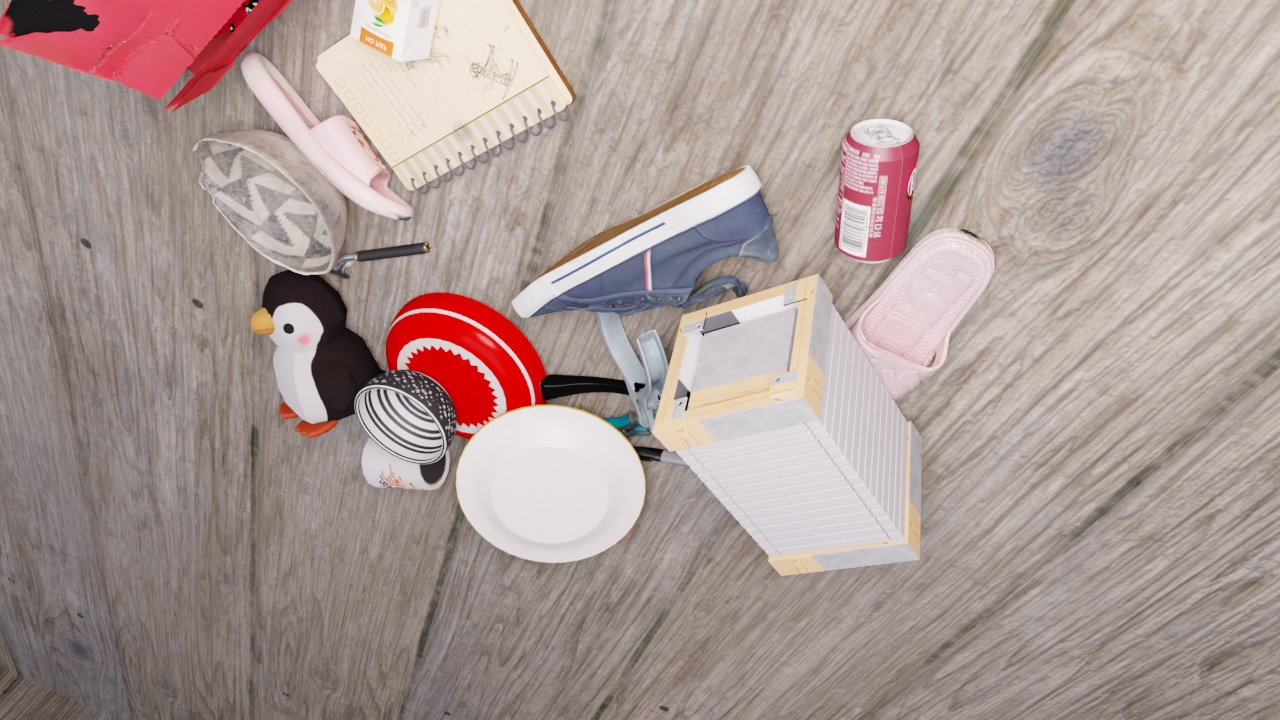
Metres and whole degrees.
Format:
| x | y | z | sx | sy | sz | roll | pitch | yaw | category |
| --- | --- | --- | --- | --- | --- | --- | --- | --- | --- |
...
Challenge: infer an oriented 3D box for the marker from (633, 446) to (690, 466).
| x | y | z | sx | sy | sz | roll | pitch | yaw | category |
| --- | --- | --- | --- | --- | --- | --- | --- | --- | --- |
| 0.049 | 0.122 | 1.112 | 0.139 | 0.022 | 0.016 | 9 | 125 | 16 | marker |

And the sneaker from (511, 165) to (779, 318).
| x | y | z | sx | sy | sz | roll | pitch | yaw | category |
| --- | --- | --- | --- | --- | --- | --- | --- | --- | --- |
| 0.007 | -0.079 | 0.905 | 0.295 | 0.120 | 0.127 | -19 | 106 | 30 | sneaker |

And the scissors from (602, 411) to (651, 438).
| x | y | z | sx | sy | sz | roll | pitch | yaw | category |
| --- | --- | --- | --- | --- | --- | --- | --- | --- | --- |
| -0.028 | 0.082 | 1.101 | 0.148 | 0.019 | 0.123 | 6 | 150 | -3 | scissors |

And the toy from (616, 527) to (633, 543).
| x | y | z | sx | sy | sz | roll | pitch | yaw | category |
| --- | --- | --- | --- | --- | --- | --- | --- | --- | --- |
| -0.110 | 0.183 | 1.181 | 0.164 | 0.092 | 0.172 | -22 | 116 | 34 | toy |

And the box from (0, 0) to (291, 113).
| x | y | z | sx | sy | sz | roll | pitch | yaw | category |
| --- | --- | --- | --- | --- | --- | --- | --- | --- | --- |
| -0.349 | -0.290 | 0.727 | 0.212 | 0.317 | 0.121 | -24 | 108 | 36 | box |

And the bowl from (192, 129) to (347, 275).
| x | y | z | sx | sy | sz | roll | pitch | yaw | category |
| --- | --- | --- | --- | --- | --- | --- | --- | --- | --- |
| -0.377 | -0.182 | 0.982 | 0.178 | 0.081 | 0.179 | 24 | 146 | 17 | bowl |

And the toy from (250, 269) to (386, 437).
| x | y | z | sx | sy | sz | roll | pitch | yaw | category |
| --- | --- | --- | --- | --- | --- | --- | --- | --- | --- |
| -0.388 | -0.026 | 1.115 | 0.159 | 0.139 | 0.184 | 25 | 133 | 48 | toy |

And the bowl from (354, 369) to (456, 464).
| x | y | z | sx | sy | sz | roll | pitch | yaw | category |
| --- | --- | --- | --- | --- | --- | --- | --- | --- | --- |
| -0.266 | 0.056 | 1.079 | 0.120 | 0.066 | 0.120 | 14 | 133 | 16 | bowl |

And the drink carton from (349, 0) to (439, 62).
| x | y | z | sx | sy | sz | roll | pitch | yaw | category |
| --- | --- | --- | --- | --- | --- | --- | --- | --- | --- |
| -0.210 | -0.326 | 0.800 | 0.058 | 0.040 | 0.123 | 30 | 122 | 14 | drink carton |

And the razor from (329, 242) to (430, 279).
| x | y | z | sx | sy | sz | roll | pitch | yaw | category |
| --- | --- | --- | --- | --- | --- | --- | --- | --- | --- |
| -0.302 | -0.120 | 1.053 | 0.144 | 0.022 | 0.042 | -9 | 166 | 23 | razor |

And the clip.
| x | y | z | sx | sy | sz | roll | pitch | yaw | category |
| --- | --- | --- | --- | --- | --- | --- | --- | --- | --- |
| -0.015 | -0.004 | 1.006 | 0.159 | 0.030 | 0.174 | 53 | 160 | 37 | clip |

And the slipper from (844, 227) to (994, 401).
| x | y | z | sx | sy | sz | roll | pitch | yaw | category |
| --- | --- | --- | --- | --- | --- | --- | --- | --- | --- |
| 0.248 | -0.021 | 0.882 | 0.094 | 0.064 | 0.240 | 29 | 132 | -3 | slipper |

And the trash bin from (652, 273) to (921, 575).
| x | y | z | sx | sy | sz | roll | pitch | yaw | category |
| --- | --- | --- | --- | --- | --- | --- | --- | --- | --- |
| 0.148 | 0.070 | 0.862 | 0.143 | 0.142 | 0.247 | -16 | 131 | 32 | trash bin |

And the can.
| x | y | z | sx | sy | sz | roll | pitch | yaw | category |
| --- | --- | --- | --- | --- | --- | --- | --- | --- | --- |
| 0.203 | -0.145 | 0.795 | 0.063 | 0.063 | 0.114 | 8 | 131 | 16 | can |

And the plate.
| x | y | z | sx | sy | sz | roll | pitch | yaw | category |
| --- | --- | --- | --- | --- | --- | --- | --- | --- | --- |
| -0.109 | 0.158 | 1.104 | 0.230 | 0.021 | 0.230 | 0 | 117 | 0 | plate |

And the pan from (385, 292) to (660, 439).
| x | y | z | sx | sy | sz | roll | pitch | yaw | category |
| --- | --- | --- | --- | --- | --- | --- | --- | --- | --- |
| -0.145 | 0.026 | 1.088 | 0.357 | 0.067 | 0.209 | 11 | 132 | 18 | pan |

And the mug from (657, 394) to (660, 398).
| x | y | z | sx | sy | sz | roll | pitch | yaw | category |
| --- | --- | --- | --- | --- | --- | --- | --- | --- | --- |
| 0.067 | 0.038 | 0.998 | 0.122 | 0.085 | 0.094 | 8 | 132 | 40 | mug |

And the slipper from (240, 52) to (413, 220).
| x | y | z | sx | sy | sz | roll | pitch | yaw | category |
| --- | --- | --- | --- | --- | --- | --- | --- | --- | --- |
| -0.310 | -0.223 | 0.922 | 0.056 | 0.106 | 0.221 | -43 | 95 | 3 | slipper |

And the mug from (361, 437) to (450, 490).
| x | y | z | sx | sy | sz | roll | pitch | yaw | category |
| --- | --- | --- | --- | --- | --- | --- | --- | --- | --- |
| -0.316 | 0.120 | 1.231 | 0.090 | 0.073 | 0.105 | -1 | 102 | 22 | mug |

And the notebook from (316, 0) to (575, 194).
| x | y | z | sx | sy | sz | roll | pitch | yaw | category |
| --- | --- | --- | --- | --- | --- | --- | --- | --- | --- |
| -0.188 | -0.265 | 0.880 | 0.226 | 0.024 | 0.167 | -17 | 119 | 33 | notebook |
